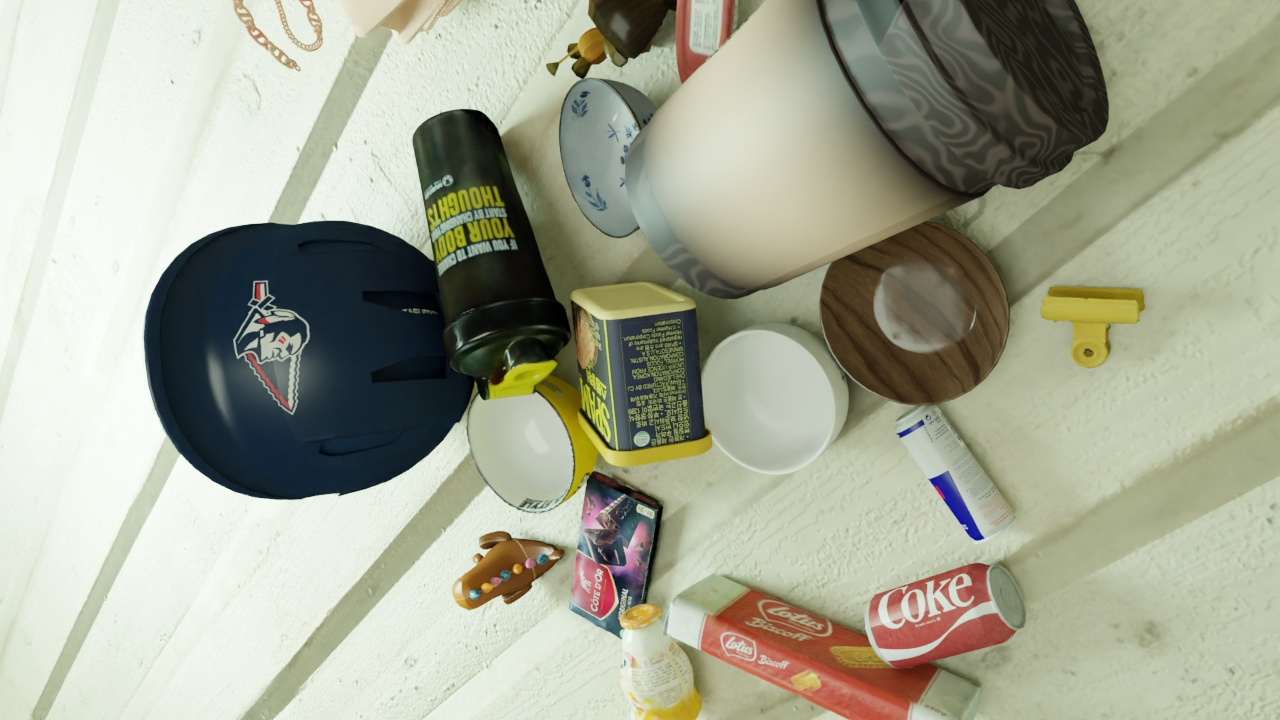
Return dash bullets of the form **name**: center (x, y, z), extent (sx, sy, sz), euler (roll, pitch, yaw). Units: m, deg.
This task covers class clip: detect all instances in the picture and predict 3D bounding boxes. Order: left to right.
- **clip**: center (0.265, -0.023, 0.539), extent (0.054, 0.045, 0.048), euler (4, 152, 32)

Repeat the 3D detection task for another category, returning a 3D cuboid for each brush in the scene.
- **brush**: center (0.044, -0.192, 0.625), extent (0.041, 0.030, 0.173), euler (25, 132, 24)

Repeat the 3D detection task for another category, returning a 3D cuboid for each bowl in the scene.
- **bowl**: center (-0.082, 0.062, 0.775), extent (0.117, 0.067, 0.117), euler (12, 112, 31)
- **bowl**: center (-0.009, -0.148, 0.655), extent (0.114, 0.045, 0.114), euler (37, 139, 42)
- **bowl**: center (0.097, 0.023, 0.647), extent (0.105, 0.054, 0.105), euler (11, 111, 29)
- **bowl**: center (0.176, -0.033, 0.586), extent (0.119, 0.032, 0.119), euler (12, 112, 31)

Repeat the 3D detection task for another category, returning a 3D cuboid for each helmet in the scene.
- **helmet**: center (-0.258, -0.004, 0.748), extent (0.224, 0.271, 0.232), euler (-11, 85, 44)

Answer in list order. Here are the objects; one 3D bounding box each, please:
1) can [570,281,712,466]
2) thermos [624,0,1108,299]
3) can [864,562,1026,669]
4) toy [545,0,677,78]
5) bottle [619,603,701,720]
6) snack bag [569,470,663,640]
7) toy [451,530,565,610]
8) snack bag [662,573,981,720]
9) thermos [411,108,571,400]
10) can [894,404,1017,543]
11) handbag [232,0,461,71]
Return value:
- **can**: center (-0.004, 0.004, 0.663), extent (0.135, 0.075, 0.104), euler (-142, 45, -72)
- **thermos**: center (0.110, -0.137, 0.518), extent (0.227, 0.172, 0.172), euler (-29, 89, 44)
- **can**: center (0.206, 0.173, 0.624), extent (0.097, 0.053, 0.054), euler (-32, 87, 38)
- **toy**: center (-0.022, -0.228, 0.638), extent (0.100, 0.062, 0.076), euler (-32, 50, 23)
- **bottle**: center (0.012, 0.264, 0.782), extent (0.063, 0.063, 0.109), euler (-7, 103, 36)
- **snack bag**: center (-0.023, 0.175, 0.806), extent (0.075, 0.018, 0.155), euler (22, 119, 26)
- **toy**: center (-0.120, 0.194, 0.832), extent (0.103, 0.090, 0.070), euler (-20, 94, 42)
- **snack bag**: center (0.130, 0.220, 0.678), extent (0.225, 0.077, 0.041), euler (18, 104, 29)
- **thermos**: center (-0.119, -0.081, 0.708), extent (0.098, 0.098, 0.220), euler (-31, 69, 38)
- **can**: center (0.205, 0.073, 0.602), extent (0.032, 0.032, 0.095), euler (-39, 83, 37)
- **handbag**: center (-0.217, -0.321, 0.657), extent (0.117, 0.186, 0.198), euler (-30, 81, 33)
